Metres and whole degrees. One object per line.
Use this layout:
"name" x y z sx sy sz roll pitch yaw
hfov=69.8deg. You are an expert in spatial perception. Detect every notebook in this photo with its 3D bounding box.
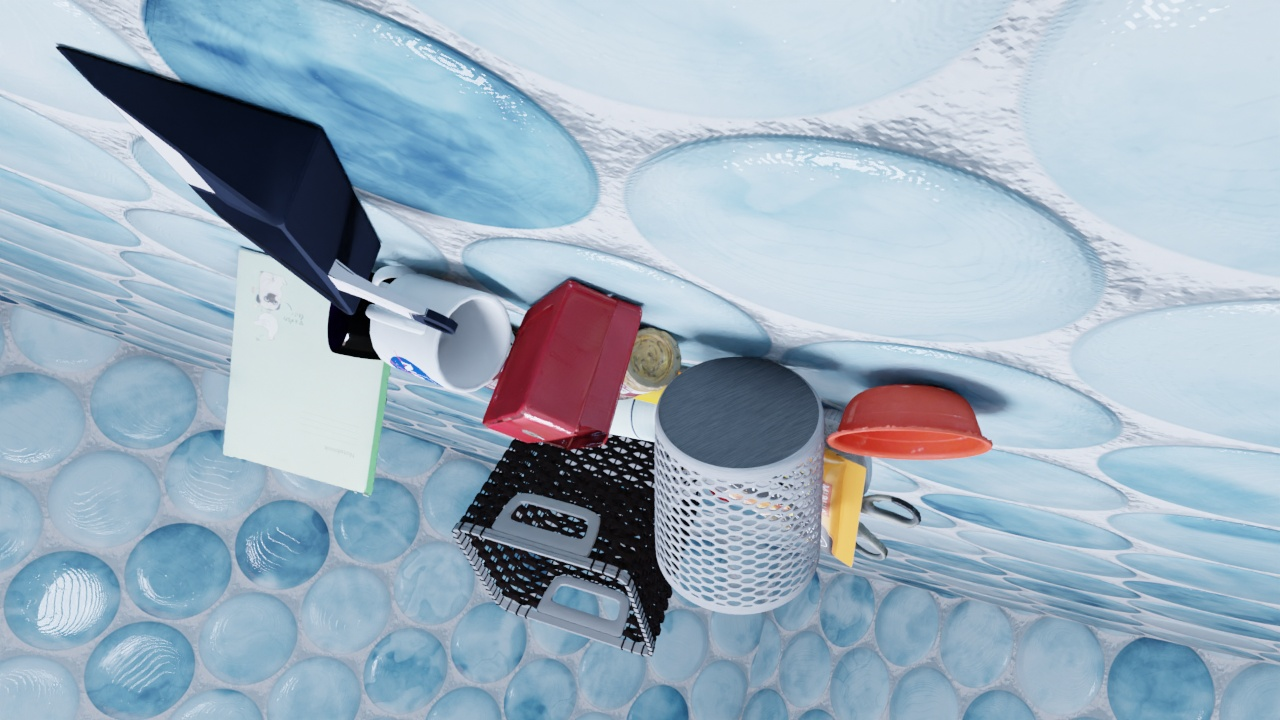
"notebook" -0.366 0.018 1.014 0.182 0.253 0.010 16 -159 2

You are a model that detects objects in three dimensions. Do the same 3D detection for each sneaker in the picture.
"sneaker" 0.210 0.113 1.001 0.089 0.087 0.236 21 147 17

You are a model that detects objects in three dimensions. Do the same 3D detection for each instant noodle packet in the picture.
"instant noodle packet" 0.129 0.113 0.952 0.221 0.032 0.160 28 143 30

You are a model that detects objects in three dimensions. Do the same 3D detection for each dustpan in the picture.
"dustpan" -0.257 -0.097 0.679 0.273 0.080 0.236 17 168 -3

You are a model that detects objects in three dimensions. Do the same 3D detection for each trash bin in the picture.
"trash bin" 0.087 0.108 0.823 0.156 0.156 0.184 12 133 18

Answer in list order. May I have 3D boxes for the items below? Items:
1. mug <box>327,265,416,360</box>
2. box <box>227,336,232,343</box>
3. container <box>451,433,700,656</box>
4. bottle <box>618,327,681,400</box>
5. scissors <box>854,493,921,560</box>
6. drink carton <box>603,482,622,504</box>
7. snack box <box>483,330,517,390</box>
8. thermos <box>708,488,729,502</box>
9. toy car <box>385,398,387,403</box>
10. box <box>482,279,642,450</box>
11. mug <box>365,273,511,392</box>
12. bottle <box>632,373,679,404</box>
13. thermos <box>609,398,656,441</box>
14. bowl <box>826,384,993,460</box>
"mug" -0.238 -0.050 0.896 0.100 0.084 0.119 10 143 -33
"box" -0.420 0.009 1.101 0.105 0.187 0.143 9 162 36
"container" -0.067 0.215 1.258 0.248 0.242 0.246 12 144 20
"bottle" -0.005 0.005 0.854 0.056 0.056 0.105 20 167 -15
"scissors" 0.216 0.154 0.955 0.171 0.012 0.157 1 131 43
"drink carton" -0.038 0.170 1.442 0.044 0.129 0.038 12 180 19
"snack box" -0.155 -0.004 0.975 0.121 0.072 0.072 24 166 -33
"thermos" 0.121 0.124 1.176 0.108 0.084 0.198 -20 158 7
"toy car" -0.582 0.077 1.918 0.100 0.048 0.051 24 166 -30
"box" -0.068 0.009 0.800 0.087 0.128 0.158 23 165 -13
"mug" -0.189 -0.029 0.821 0.090 0.091 0.121 18 179 36
"bottle" -0.013 0.015 0.938 0.144 0.043 0.043 14 167 11
"thermos" -0.053 0.052 1.096 0.230 0.067 0.068 6 164 36
"bowl" 0.220 0.049 0.756 0.130 0.045 0.131 4 165 1
